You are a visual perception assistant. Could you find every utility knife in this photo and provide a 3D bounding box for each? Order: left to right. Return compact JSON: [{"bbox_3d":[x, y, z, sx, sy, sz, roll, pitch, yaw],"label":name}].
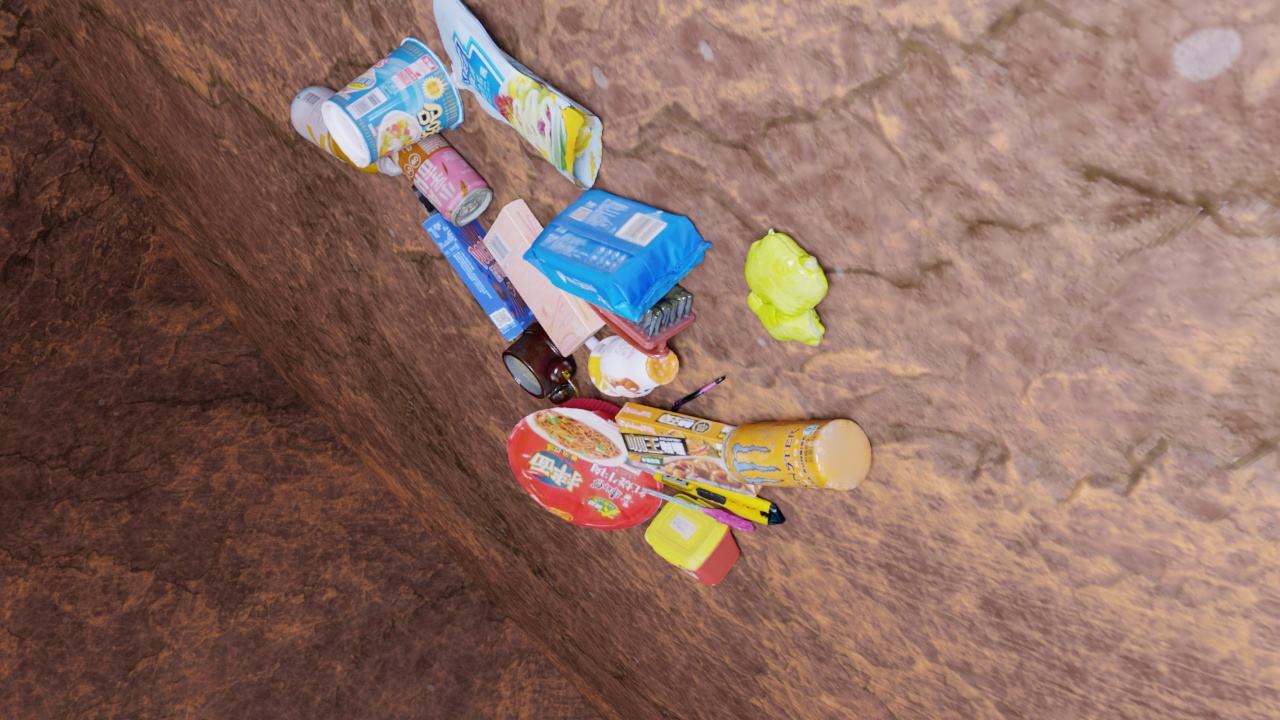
[{"bbox_3d":[0.064,0.138,0.983,0.193,0.015,0.033,17,134,25],"label":"utility knife"}]

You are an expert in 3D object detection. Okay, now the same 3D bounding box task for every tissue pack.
[{"bbox_3d":[-0.023,-0.090,0.769,0.157,0.094,0.052,27,153,42],"label":"tissue pack"}]

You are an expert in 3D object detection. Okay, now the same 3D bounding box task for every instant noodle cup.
[{"bbox_3d":[-0.246,-0.247,0.900,0.099,0.109,0.099,38,152,24],"label":"instant noodle cup"},{"bbox_3d":[-0.057,0.113,1.086,0.194,0.065,0.194,12,131,14],"label":"instant noodle cup"}]

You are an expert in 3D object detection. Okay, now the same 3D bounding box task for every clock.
[{"bbox_3d":[-0.114,0.009,1.109,0.122,0.055,0.082,38,153,21],"label":"clock"}]

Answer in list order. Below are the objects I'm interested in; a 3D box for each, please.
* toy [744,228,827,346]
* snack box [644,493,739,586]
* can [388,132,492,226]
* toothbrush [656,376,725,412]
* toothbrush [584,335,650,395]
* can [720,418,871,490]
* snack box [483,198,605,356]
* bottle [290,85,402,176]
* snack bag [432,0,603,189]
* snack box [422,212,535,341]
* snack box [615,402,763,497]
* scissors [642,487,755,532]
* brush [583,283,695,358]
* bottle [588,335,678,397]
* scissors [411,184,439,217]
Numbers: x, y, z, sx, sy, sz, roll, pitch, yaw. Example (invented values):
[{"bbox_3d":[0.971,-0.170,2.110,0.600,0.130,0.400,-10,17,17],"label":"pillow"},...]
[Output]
[{"bbox_3d":[0.106,-0.052,0.680,0.097,0.031,0.100,14,138,55],"label":"toy"},{"bbox_3d":[0.066,0.213,1.077,0.091,0.082,0.080,25,160,44],"label":"snack box"},{"bbox_3d":[-0.226,-0.213,0.977,0.147,0.057,0.058,47,156,7],"label":"can"},{"bbox_3d":[0.045,0.039,0.935,0.018,0.014,0.190,61,156,5],"label":"toothbrush"},{"bbox_3d":[-0.058,-0.029,1.003,0.189,0.021,0.029,43,-173,18],"label":"toothbrush"},{"bbox_3d":[0.131,0.081,0.794,0.058,0.058,0.146,55,155,-12],"label":"can"},{"bbox_3d":[-0.102,-0.085,0.965,0.157,0.026,0.085,55,150,0],"label":"snack box"},{"bbox_3d":[-0.339,-0.267,1.079,0.189,0.067,0.068,33,151,32],"label":"bottle"},{"bbox_3d":[-0.109,-0.230,0.784,0.191,0.038,0.110,42,166,18],"label":"snack bag"},{"bbox_3d":[-0.175,-0.102,1.031,0.157,0.026,0.084,55,-163,-11],"label":"snack box"},{"bbox_3d":[0.050,0.090,0.940,0.154,0.026,0.075,11,136,34],"label":"snack box"},{"bbox_3d":[0.061,0.160,1.005,0.137,0.017,0.077,19,169,9],"label":"scissors"},{"bbox_3d":[-0.023,-0.063,0.842,0.146,0.063,0.069,40,141,24],"label":"brush"},{"bbox_3d":[-0.005,0.005,0.909,0.063,0.063,0.109,58,155,-17],"label":"bottle"},{"bbox_3d":[-0.235,-0.159,1.092,0.159,0.014,0.170,63,177,5],"label":"scissors"}]
